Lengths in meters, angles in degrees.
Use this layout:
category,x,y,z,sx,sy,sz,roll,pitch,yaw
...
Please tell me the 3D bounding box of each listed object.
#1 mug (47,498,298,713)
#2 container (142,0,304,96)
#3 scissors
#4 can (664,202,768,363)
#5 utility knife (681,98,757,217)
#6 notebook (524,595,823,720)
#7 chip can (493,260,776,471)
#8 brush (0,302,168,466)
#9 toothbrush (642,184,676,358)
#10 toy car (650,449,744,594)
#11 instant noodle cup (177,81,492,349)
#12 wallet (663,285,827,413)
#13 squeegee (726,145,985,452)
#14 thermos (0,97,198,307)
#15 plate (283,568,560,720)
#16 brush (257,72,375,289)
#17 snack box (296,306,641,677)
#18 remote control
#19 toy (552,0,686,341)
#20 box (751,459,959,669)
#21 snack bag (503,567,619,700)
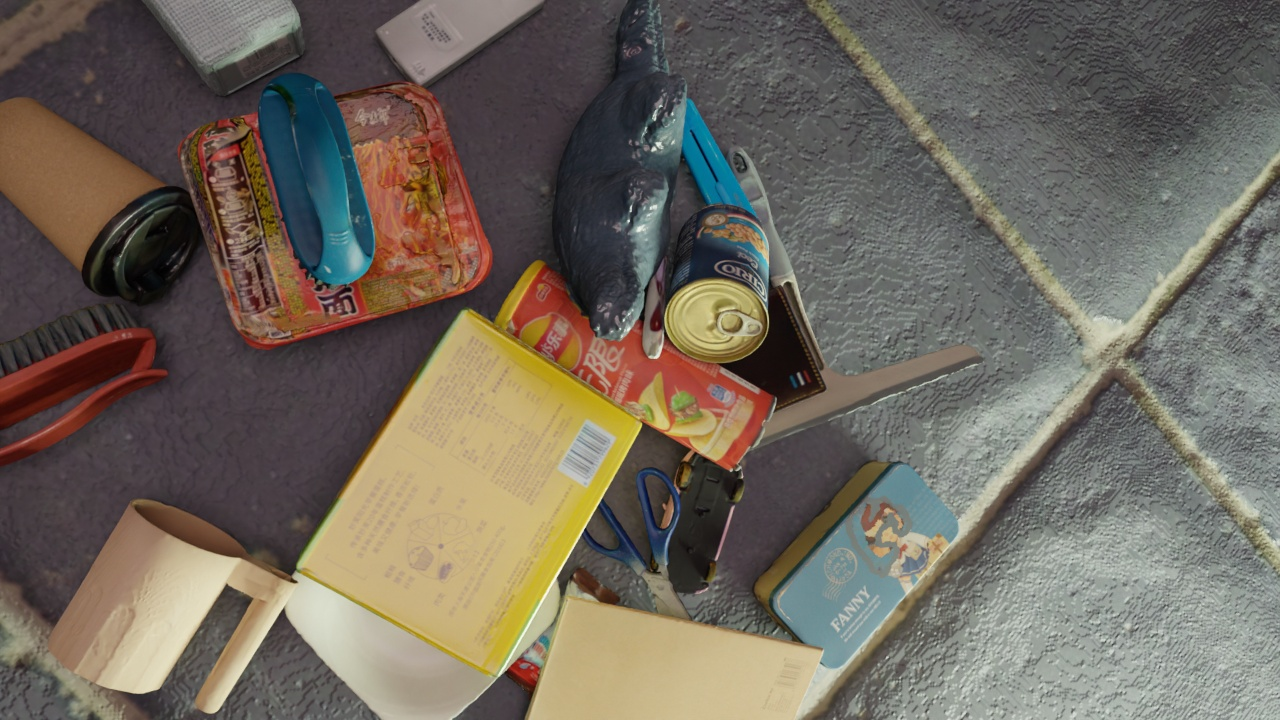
category,x,y,z,sx,sy,sz,roll,pitch,yaw
mug,-0.318,0.169,0.629,0.124,0.084,0.103,31,82,-9
container,-0.307,-0.264,0.662,0.090,0.090,0.111,-35,98,-14
scissors,0.018,0.163,0.724,0.169,0.012,0.147,34,100,9
can,0.061,-0.061,0.702,0.075,0.075,0.111,25,38,-11
utility knife,0.053,-0.167,0.767,0.034,0.018,0.166,-27,80,8
notebook,0.023,0.267,0.714,0.211,0.012,0.150,15,106,-13
chip can,-0.004,0.004,0.708,0.216,0.073,0.073,29,79,-1
brush,-0.403,0.018,0.629,0.145,0.063,0.069,-29,82,-16
toothbrush,0.017,-0.077,0.717,0.016,0.017,0.187,17,51,-14
toy car,0.045,0.129,0.748,0.056,0.037,0.122,17,95,-6
instant noodle cup,-0.218,-0.106,0.675,0.188,0.079,0.164,-17,91,-13
wallet,0.078,0.005,0.751,0.122,0.020,0.096,-23,84,6
squeegee,0.122,-0.066,0.780,0.246,0.039,0.246,-22,85,4
thermos,-0.383,-0.112,0.634,0.143,0.093,0.093,38,78,-1
plate,-0.162,0.177,0.692,0.163,0.034,0.164,-42,96,-14
brush,-0.211,-0.120,0.599,0.055,0.074,0.144,-15,87,-24
snack box,-0.120,0.092,0.656,0.157,0.070,0.209,33,75,-11
remote control,-0.142,-0.275,0.737,0.135,0.019,0.056,-40,96,-13
toy,-0.015,-0.136,0.690,0.091,0.138,0.355,12,56,-10
box,0.175,0.170,0.766,0.090,0.059,0.184,46,75,-6
snack bag,-0.064,0.214,0.719,0.045,0.026,0.105,41,77,-7
